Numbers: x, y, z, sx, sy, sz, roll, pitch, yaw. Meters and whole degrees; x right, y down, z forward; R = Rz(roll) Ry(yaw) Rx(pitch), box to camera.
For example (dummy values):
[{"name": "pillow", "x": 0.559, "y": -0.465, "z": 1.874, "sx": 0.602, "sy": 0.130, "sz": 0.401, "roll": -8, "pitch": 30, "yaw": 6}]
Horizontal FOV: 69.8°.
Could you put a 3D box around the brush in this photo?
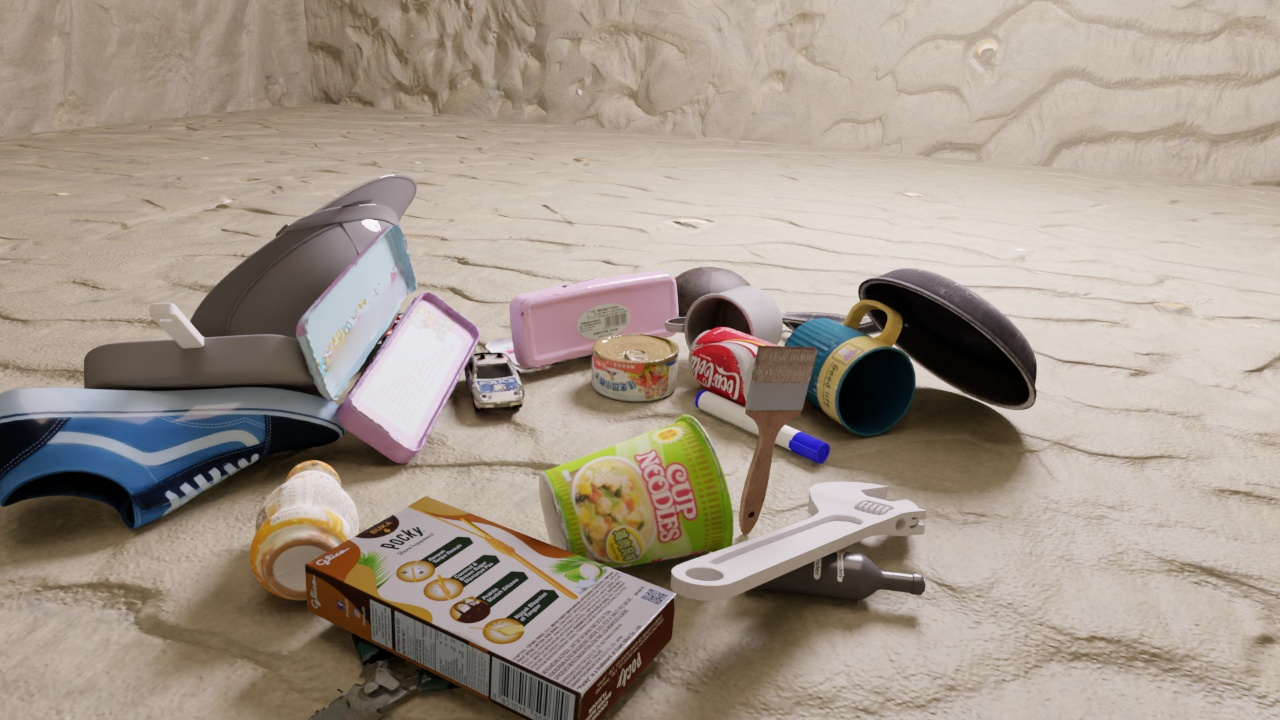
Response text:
[{"name": "brush", "x": 0.086, "y": 0.058, "z": 0.634, "sx": 0.045, "sy": 0.143, "sz": 0.008, "roll": 2, "pitch": 21, "yaw": -24}]

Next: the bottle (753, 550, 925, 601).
[{"name": "bottle", "x": 0.124, "y": 0.137, "z": 0.588, "sx": 0.113, "sy": 0.030, "sz": 0.030, "roll": 5, "pitch": 21, "yaw": 8}]

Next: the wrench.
[{"name": "wrench", "x": 0.102, "y": 0.111, "z": 0.590, "sx": 0.087, "sy": 0.018, "sz": 0.272, "roll": 9, "pitch": 9, "yaw": 40}]

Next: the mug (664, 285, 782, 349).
[{"name": "mug", "x": 0.086, "y": -0.036, "z": 0.966, "sx": 0.113, "sy": 0.084, "sz": 0.070, "roll": 12, "pitch": 20, "yaw": 35}]

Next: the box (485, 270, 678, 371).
[{"name": "box", "x": -0.064, "y": -0.045, "z": 0.987, "sx": 0.201, "sy": 0.087, "sz": 0.103, "roll": -14, "pitch": 14, "yaw": -34}]

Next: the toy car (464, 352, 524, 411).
[{"name": "toy car", "x": -0.139, "y": 0.016, "z": 0.865, "sx": 0.048, "sy": 0.040, "sz": 0.113, "roll": -5, "pitch": 23, "yaw": -16}]

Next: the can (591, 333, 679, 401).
[{"name": "can", "x": -0.005, "y": 0.005, "z": 0.901, "sx": 0.086, "sy": 0.043, "sz": 0.086, "roll": 1, "pitch": 21, "yaw": -1}]

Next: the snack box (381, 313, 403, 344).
[{"name": "snack box", "x": -0.233, "y": -0.012, "z": 0.939, "sx": 0.051, "sy": 0.032, "sz": 0.141, "roll": -6, "pitch": 22, "yaw": -20}]

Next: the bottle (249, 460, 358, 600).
[{"name": "bottle", "x": -0.215, "y": 0.105, "z": 0.593, "sx": 0.063, "sy": 0.063, "sz": 0.109, "roll": -4, "pitch": 22, "yaw": -15}]

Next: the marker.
[{"name": "marker", "x": 0.104, "y": 0.057, "z": 0.811, "sx": 0.020, "sy": 0.020, "sz": 0.142, "roll": -16, "pitch": 28, "yaw": -39}]

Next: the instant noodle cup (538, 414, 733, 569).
[{"name": "instant noodle cup", "x": -0.006, "y": 0.095, "z": 0.609, "sx": 0.107, "sy": 0.099, "sz": 0.099, "roll": -13, "pitch": 25, "yaw": -17}]

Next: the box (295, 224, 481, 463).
[{"name": "box", "x": -0.216, "y": -0.021, "z": 0.796, "sx": 0.049, "sy": 0.150, "sz": 0.213, "roll": -23, "pitch": 24, "yaw": 19}]

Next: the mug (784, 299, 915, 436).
[{"name": "mug", "x": 0.196, "y": -0.002, "z": 0.847, "sx": 0.083, "sy": 0.114, "sz": 0.107, "roll": 21, "pitch": 10, "yaw": -25}]

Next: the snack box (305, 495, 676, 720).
[{"name": "snack box", "x": -0.086, "y": 0.138, "z": 0.525, "sx": 0.186, "sy": 0.032, "sz": 0.100, "roll": 15, "pitch": 23, "yaw": 26}]

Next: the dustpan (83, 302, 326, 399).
[{"name": "dustpan", "x": -0.332, "y": 0.006, "z": 0.695, "sx": 0.163, "sy": 0.033, "sz": 0.258, "roll": -4, "pitch": -11, "yaw": -16}]

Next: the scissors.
[{"name": "scissors", "x": -0.146, "y": 0.162, "z": 0.518, "sx": 0.147, "sy": 0.015, "sz": 0.209, "roll": 21, "pitch": 26, "yaw": 34}]

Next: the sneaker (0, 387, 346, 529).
[{"name": "sneaker", "x": -0.337, "y": 0.077, "z": 0.677, "sx": 0.240, "sy": 0.098, "sz": 0.084, "roll": 2, "pitch": -26, "yaw": -37}]

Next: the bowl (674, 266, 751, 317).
[{"name": "bowl", "x": 0.086, "y": -0.085, "z": 1.126, "sx": 0.121, "sy": 0.056, "sz": 0.121, "roll": 2, "pitch": 21, "yaw": -1}]

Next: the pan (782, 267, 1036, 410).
[{"name": "pan", "x": 0.251, "y": -0.032, "z": 0.928, "sx": 0.187, "sy": 0.055, "sz": 0.357, "roll": 42, "pitch": -7, "yaw": -23}]

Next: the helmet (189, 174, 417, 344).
[{"name": "helmet", "x": -0.302, "y": -0.062, "z": 0.920, "sx": 0.270, "sy": 0.117, "sz": 0.184, "roll": -40, "pitch": -3, "yaw": -17}]

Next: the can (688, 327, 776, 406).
[{"name": "can", "x": 0.095, "y": 0.007, "z": 0.869, "sx": 0.064, "sy": 0.064, "sz": 0.105, "roll": -10, "pitch": 19, "yaw": -29}]
